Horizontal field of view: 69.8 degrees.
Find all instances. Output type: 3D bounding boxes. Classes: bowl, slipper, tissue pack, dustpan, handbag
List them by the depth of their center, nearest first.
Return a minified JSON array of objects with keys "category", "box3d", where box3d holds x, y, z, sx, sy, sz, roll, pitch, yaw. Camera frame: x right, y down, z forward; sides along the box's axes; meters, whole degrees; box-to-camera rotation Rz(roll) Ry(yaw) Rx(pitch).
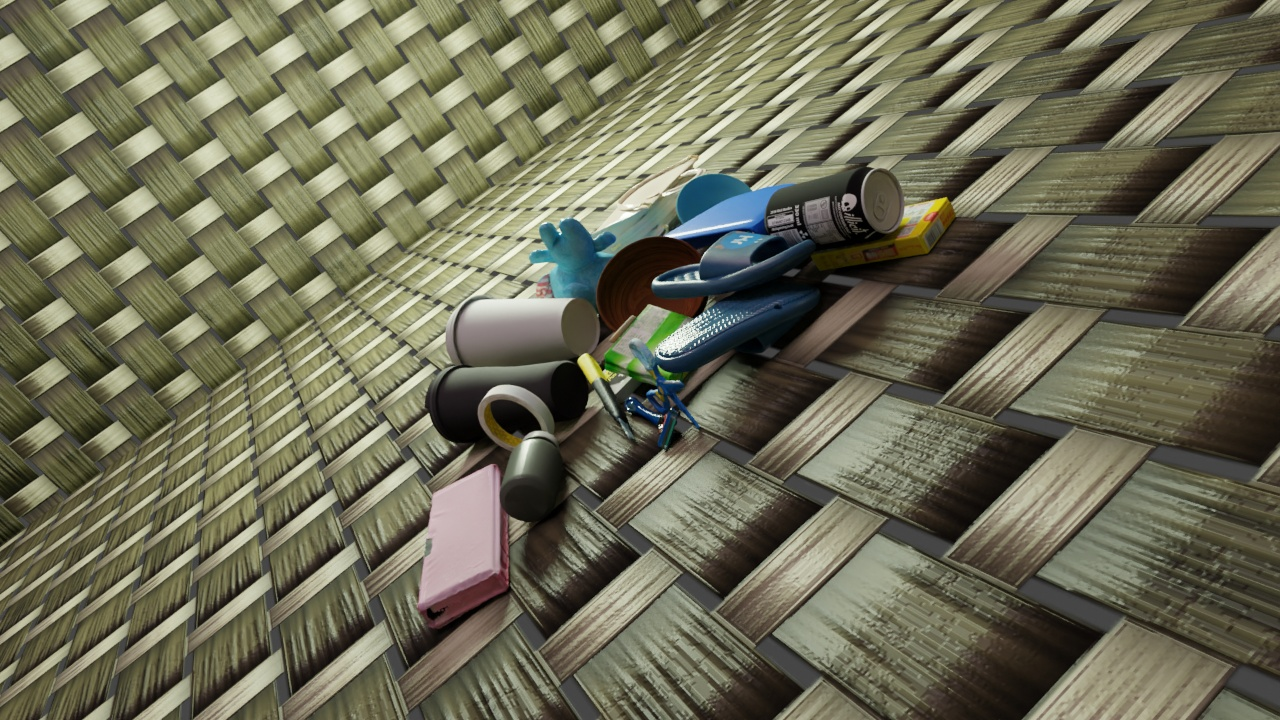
[{"category":"slipper","box3d":[0.112,-0.033,1.000,0.213,0.059,0.104,-29,22,-25]},{"category":"slipper","box3d":[0.097,-0.110,1.050,0.214,0.059,0.103,-8,19,41]},{"category":"tissue pack","box3d":[0.022,-0.017,1.075,0.100,0.034,0.113,20,53,28]},{"category":"bowl","box3d":[0.023,-0.080,1.182,0.147,0.069,0.147,-7,66,15]},{"category":"dustpan","box3d":[0.167,-0.200,1.224,0.257,0.059,0.246,-37,19,-26]},{"category":"bowl","box3d":[0.112,-0.214,1.359,0.121,0.121,0.046,-42,-18,-20]},{"category":"handbag","box3d":[0.039,-0.250,1.457,0.198,0.101,0.194,-28,17,49]}]

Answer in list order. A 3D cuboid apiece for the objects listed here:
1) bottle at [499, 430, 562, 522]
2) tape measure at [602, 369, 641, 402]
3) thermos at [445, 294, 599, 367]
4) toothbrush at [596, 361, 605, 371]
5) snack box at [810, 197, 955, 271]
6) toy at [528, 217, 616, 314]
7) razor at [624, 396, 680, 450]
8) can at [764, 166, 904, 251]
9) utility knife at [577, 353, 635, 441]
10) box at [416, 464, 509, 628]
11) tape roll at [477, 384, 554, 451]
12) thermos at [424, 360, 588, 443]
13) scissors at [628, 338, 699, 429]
[{"category":"bottle","box3d":[-0.116,0.122,0.994,0.060,0.060,0.108,-28,23,16]},{"category":"tape measure","box3d":[-0.018,0.017,1.115,0.064,0.017,0.065,-45,31,-5]},{"category":"thermos","box3d":[-0.170,-0.039,1.339,0.222,0.131,0.131,-5,35,38]},{"category":"toothbrush","box3d":[-0.007,0.007,1.142,0.188,0.017,0.014,-3,43,50]},{"category":"snack box","box3d":[0.273,-0.141,1.041,0.153,0.025,0.075,-5,36,52]},{"category":"toy","box3d":[-0.086,-0.130,1.342,0.184,0.181,0.114,-10,53,19]},{"category":"razor","box3d":[0.012,0.060,0.997,0.141,0.018,0.044,28,100,68]},{"category":"can","box3d":[0.214,-0.166,1.029,0.146,0.080,0.080,-4,37,53]},{"category":"utility knife","box3d":[-0.038,0.043,1.059,0.020,0.029,0.197,-44,31,5]},{"category":"box","box3d":[-0.184,0.193,0.984,0.098,0.041,0.232,-26,22,0]},{"category":"tape roll","box3d":[-0.149,0.072,1.101,0.094,0.094,0.019,-18,26,34]},{"category":"thermos","box3d":[-0.171,0.049,1.183,0.219,0.106,0.105,-9,33,38]},{"category":"scissors","box3d":[0.022,0.022,0.964,0.016,0.125,0.125,-34,5,-17]}]
